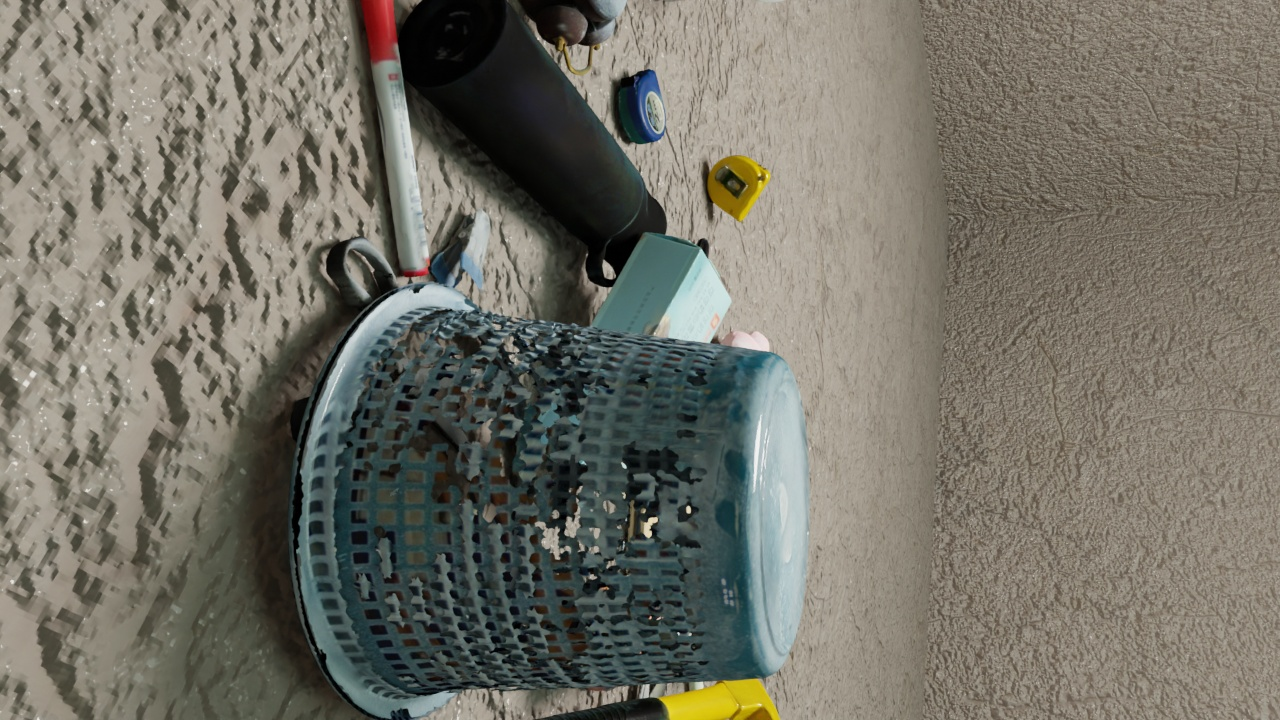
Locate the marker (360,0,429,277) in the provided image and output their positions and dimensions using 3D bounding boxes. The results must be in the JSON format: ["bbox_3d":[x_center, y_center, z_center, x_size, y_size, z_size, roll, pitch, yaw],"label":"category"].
[{"bbox_3d":[-0.127,-0.116,0.475,0.017,0.017,0.145,-27,113,-64],"label":"marker"}]

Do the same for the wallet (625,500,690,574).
[{"bbox_3d":[0.019,0.137,0.783,0.115,0.024,0.087,19,77,-63],"label":"wallet"}]

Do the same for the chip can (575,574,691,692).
[{"bbox_3d":[0.018,0.189,0.697,0.214,0.071,0.071,6,83,-61],"label":"chip can"}]

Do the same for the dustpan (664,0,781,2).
[{"bbox_3d":[0.057,-0.416,0.753,0.257,0.143,0.222,27,64,-65],"label":"dustpan"}]

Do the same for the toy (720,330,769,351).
[{"bbox_3d":[0.110,0.026,0.953,0.159,0.054,0.121,-31,118,-68],"label":"toy"}]

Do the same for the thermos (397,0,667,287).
[{"bbox_3d":[-0.052,-0.123,0.575,0.242,0.068,0.089,40,48,-59],"label":"thermos"}]

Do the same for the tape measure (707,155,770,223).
[{"bbox_3d":[0.096,-0.177,0.925,0.060,0.057,0.028,-57,171,25],"label":"tape measure"}]

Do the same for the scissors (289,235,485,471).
[{"bbox_3d":[-0.122,0.012,0.484,0.159,0.014,0.181,-61,143,-49],"label":"scissors"}]

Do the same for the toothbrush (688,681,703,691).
[{"bbox_3d":[0.052,0.276,0.850,0.029,0.020,0.189,-12,100,-73],"label":"toothbrush"}]

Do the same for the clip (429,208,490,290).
[{"bbox_3d":[-0.099,-0.065,0.532,0.058,0.043,0.027,-80,151,-41],"label":"clip"}]

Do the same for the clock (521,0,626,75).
[{"bbox_3d":[-0.046,-0.256,0.617,0.081,0.055,0.122,-41,126,-61],"label":"clock"}]

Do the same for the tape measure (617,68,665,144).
[{"bbox_3d":[0.000,-0.206,0.753,0.054,0.025,0.058,-50,129,-53],"label":"tape measure"}]

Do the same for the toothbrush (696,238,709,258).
[{"bbox_3d":[0.049,-0.035,0.866,0.018,0.016,0.180,51,44,-62],"label":"toothbrush"}]

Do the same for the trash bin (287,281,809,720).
[{"bbox_3d":[-0.022,0.071,0.458,0.226,0.195,0.226,0,89,-72],"label":"trash bin"}]

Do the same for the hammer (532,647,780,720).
[{"bbox_3d":[0.010,0.259,0.664,0.300,0.128,0.033,16,117,-51],"label":"hammer"}]

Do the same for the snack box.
[{"bbox_3d":[-0.004,0.004,0.636,0.174,0.052,0.074,-61,147,-13],"label":"snack box"}]

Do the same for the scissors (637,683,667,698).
[{"bbox_3d":[-0.011,0.316,0.713,0.226,0.015,0.189,-14,101,-65],"label":"scissors"}]
